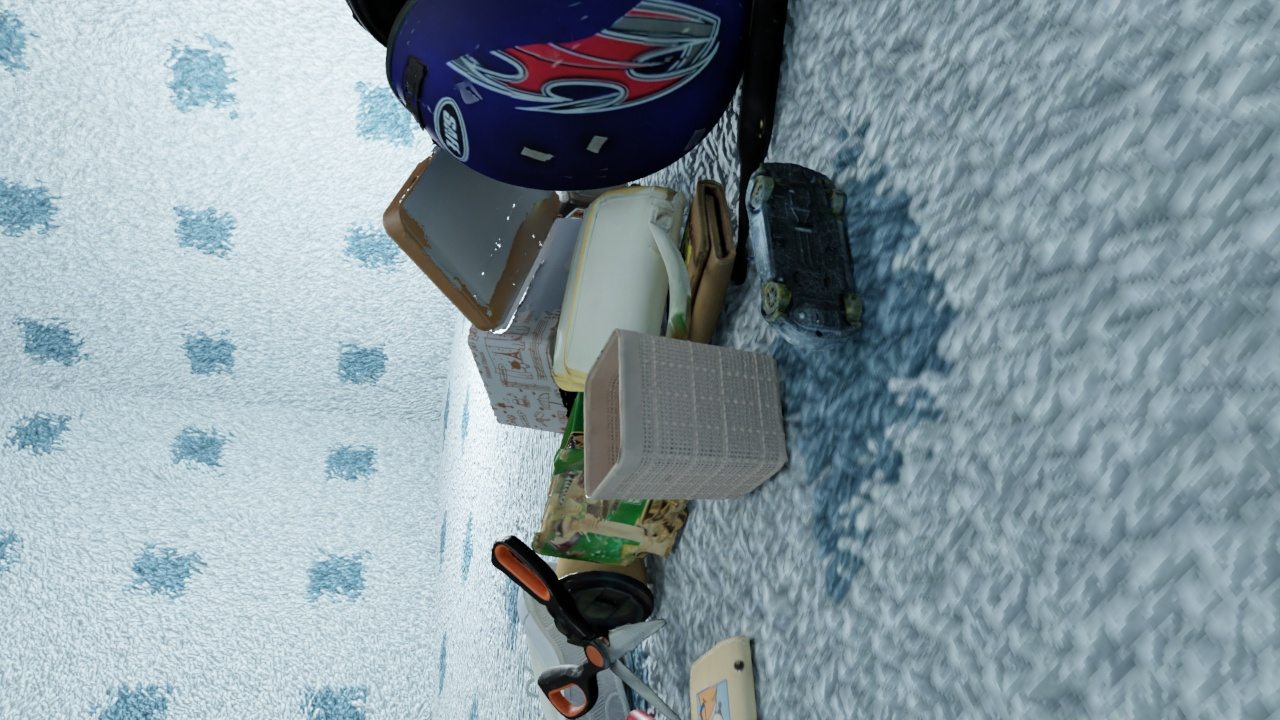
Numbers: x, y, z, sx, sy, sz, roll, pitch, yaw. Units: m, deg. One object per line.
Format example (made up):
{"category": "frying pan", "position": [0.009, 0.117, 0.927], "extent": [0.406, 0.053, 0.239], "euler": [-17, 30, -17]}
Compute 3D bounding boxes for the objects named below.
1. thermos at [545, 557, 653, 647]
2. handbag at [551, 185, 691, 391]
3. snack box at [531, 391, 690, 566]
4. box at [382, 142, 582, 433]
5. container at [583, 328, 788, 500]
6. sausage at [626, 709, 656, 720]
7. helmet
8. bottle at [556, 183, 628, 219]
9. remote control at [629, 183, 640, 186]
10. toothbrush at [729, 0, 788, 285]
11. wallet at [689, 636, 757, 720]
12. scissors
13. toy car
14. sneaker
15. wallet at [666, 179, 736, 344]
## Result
{"category": "thermos", "position": [-0.034, 0.171, 0.814], "extent": [0.143, 0.093, 0.093], "euler": [-89, 15, -45]}
{"category": "handbag", "position": [-0.009, -0.051, 0.687], "extent": [0.179, 0.063, 0.163], "euler": [-178, 99, -68]}
{"category": "snack box", "position": [-0.025, 0.090, 0.757], "extent": [0.105, 0.117, 0.118], "euler": [-98, 23, -54]}
{"category": "box", "position": [-0.107, -0.080, 0.808], "extent": [0.260, 0.110, 0.178], "euler": [78, -156, -45]}
{"category": "container", "position": [0.027, 0.041, 0.590], "extent": [0.090, 0.111, 0.089], "euler": [124, 149, -59]}
{"category": "sausage", "position": [0.015, 0.293, 0.711], "extent": [0.156, 0.020, 0.020], "euler": [155, 120, -71]}
{"category": "helmet", "position": [-0.073, -0.247, 0.677], "extent": [0.248, 0.315, 0.240], "euler": [103, 164, -67]}
{"category": "bottle", "position": [-0.067, -0.164, 1.055], "extent": [0.195, 0.080, 0.044], "euler": [141, 130, -72]}
{"category": "remote control", "position": [0.006, -0.129, 0.885], "extent": [0.136, 0.024, 0.053], "euler": [-110, 31, -54]}
{"category": "toothbrush", "position": [0.079, -0.158, 0.640], "extent": [0.027, 0.026, 0.213], "euler": [-118, 32, -74]}
{"category": "wallet", "position": [0.053, 0.245, 0.591], "extent": [0.087, 0.024, 0.115], "euler": [128, 145, -53]}
{"category": "scissors", "position": [-0.043, 0.220, 0.719], "extent": [0.221, 0.021, 0.235], "euler": [47, 140, 16]}
{"category": "toy car", "position": [0.089, -0.059, 0.516], "extent": [0.037, 0.054, 0.120], "euler": [125, 146, -54]}
{"category": "sneaker", "position": [-0.065, 0.301, 0.881], "extent": [0.242, 0.089, 0.091], "euler": [-118, 32, -52]}
{"category": "wallet", "position": [0.044, -0.064, 0.687], "extent": [0.115, 0.033, 0.090], "euler": [105, 166, -50]}
